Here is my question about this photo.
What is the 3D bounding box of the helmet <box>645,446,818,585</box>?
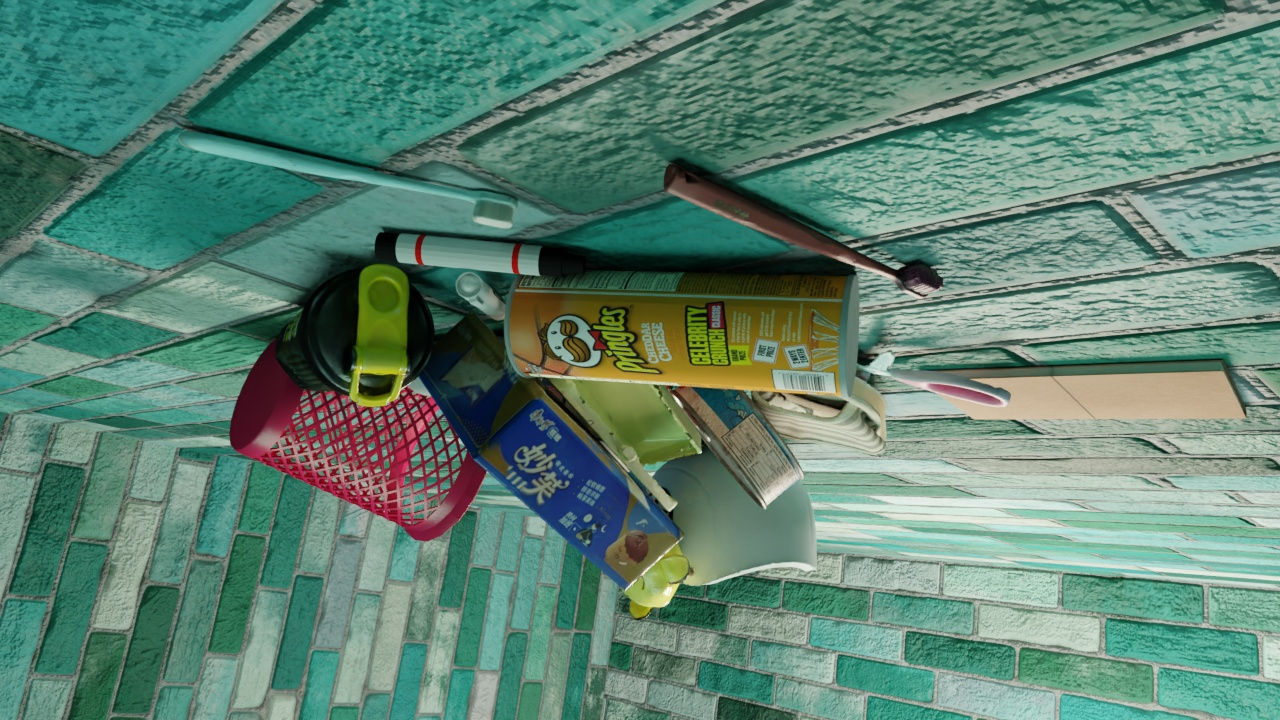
[{"bbox_3d":[0.102,0.191,1.201,0.236,0.163,0.264,1,178,-22],"label":"helmet"}]

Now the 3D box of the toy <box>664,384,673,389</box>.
[{"bbox_3d":[-0.005,0.005,0.775,0.084,0.046,0.103,-12,165,19],"label":"toy"}]

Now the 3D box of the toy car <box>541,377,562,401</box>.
[{"bbox_3d":[-0.078,0.034,0.952,0.042,0.036,0.091,2,159,26],"label":"toy car"}]

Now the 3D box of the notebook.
[{"bbox_3d":[0.349,0.027,0.728,0.210,0.008,0.141,-3,162,38],"label":"notebook"}]

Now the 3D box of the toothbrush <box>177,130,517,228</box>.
[{"bbox_3d":[-0.157,-0.100,0.500,0.180,0.016,0.016,12,167,-10],"label":"toothbrush"}]

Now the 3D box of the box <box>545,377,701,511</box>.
[{"bbox_3d":[-0.021,0.038,0.730,0.078,0.090,0.188,4,148,35],"label":"box"}]

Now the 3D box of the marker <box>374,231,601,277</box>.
[{"bbox_3d":[-0.097,-0.067,0.586,0.146,0.019,0.019,6,166,8],"label":"marker"}]

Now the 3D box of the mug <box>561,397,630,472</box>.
[{"bbox_3d":[-0.023,0.061,0.919,0.113,0.078,0.088,-24,150,-18],"label":"mug"}]

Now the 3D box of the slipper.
[{"bbox_3d":[0.162,0.050,0.810,0.115,0.054,0.272,11,169,25],"label":"slipper"}]

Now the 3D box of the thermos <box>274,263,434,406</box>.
[{"bbox_3d":[-0.235,-0.013,0.731,0.098,0.098,0.221,16,167,-30],"label":"thermos"}]

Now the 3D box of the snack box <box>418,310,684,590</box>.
[{"bbox_3d":[-0.074,0.072,0.732,0.203,0.069,0.155,50,174,-38],"label":"snack box"}]

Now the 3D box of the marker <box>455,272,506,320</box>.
[{"bbox_3d":[-0.109,-0.042,0.650,0.017,0.020,0.133,-15,176,-1],"label":"marker"}]

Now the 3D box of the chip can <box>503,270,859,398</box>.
[{"bbox_3d":[0.026,-0.020,0.586,0.215,0.075,0.075,3,165,19],"label":"chip can"}]

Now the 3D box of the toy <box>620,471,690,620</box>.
[{"bbox_3d":[-0.013,0.188,1.071,0.083,0.214,0.149,-25,169,-19],"label":"toy"}]

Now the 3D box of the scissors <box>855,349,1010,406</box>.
[{"bbox_3d":[0.195,0.014,0.719,0.170,0.013,0.172,13,171,6],"label":"scissors"}]

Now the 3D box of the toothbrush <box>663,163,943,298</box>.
[{"bbox_3d":[0.093,-0.066,0.488,0.189,0.016,0.017,17,159,-30],"label":"toothbrush"}]

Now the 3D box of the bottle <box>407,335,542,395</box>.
[{"bbox_3d":[-0.179,0.007,0.857,0.196,0.052,0.052,-3,162,37],"label":"bottle"}]

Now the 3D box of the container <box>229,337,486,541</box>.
[{"bbox_3d":[-0.302,0.075,0.986,0.225,0.183,0.184,29,157,-36],"label":"container"}]

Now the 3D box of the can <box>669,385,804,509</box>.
[{"bbox_3d":[0.082,0.064,0.792,0.130,0.044,0.130,52,177,3],"label":"can"}]
